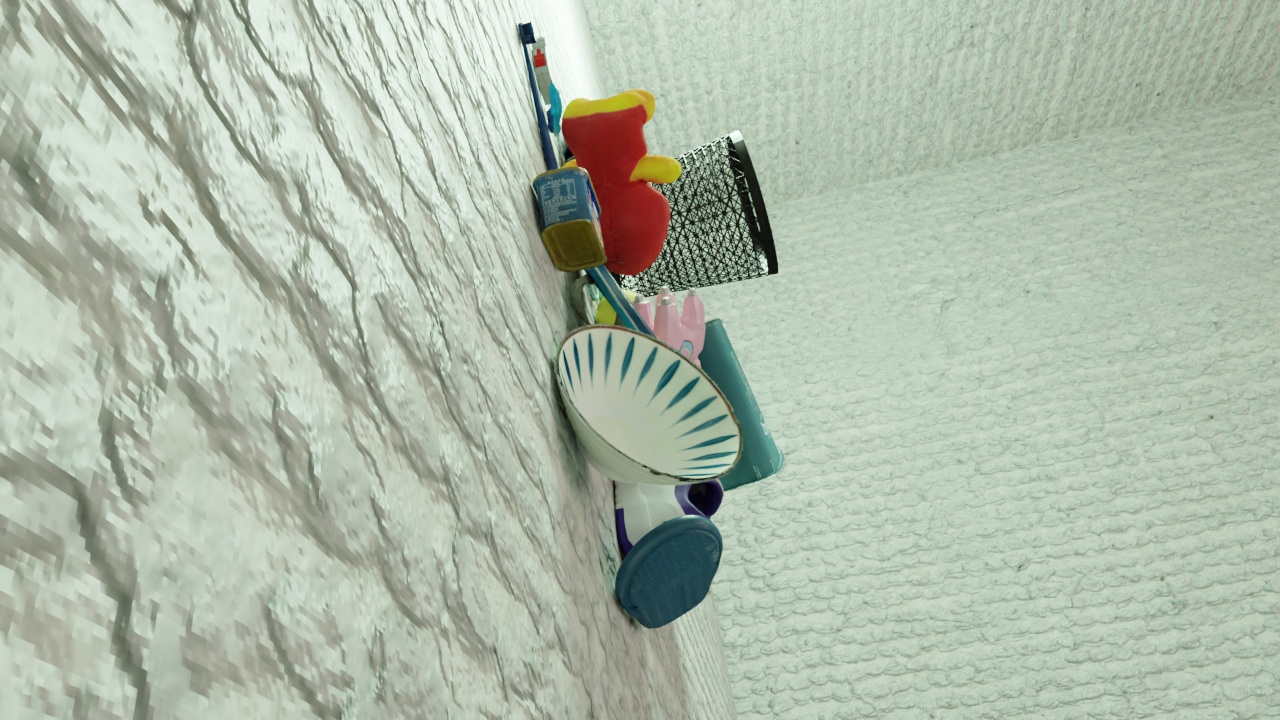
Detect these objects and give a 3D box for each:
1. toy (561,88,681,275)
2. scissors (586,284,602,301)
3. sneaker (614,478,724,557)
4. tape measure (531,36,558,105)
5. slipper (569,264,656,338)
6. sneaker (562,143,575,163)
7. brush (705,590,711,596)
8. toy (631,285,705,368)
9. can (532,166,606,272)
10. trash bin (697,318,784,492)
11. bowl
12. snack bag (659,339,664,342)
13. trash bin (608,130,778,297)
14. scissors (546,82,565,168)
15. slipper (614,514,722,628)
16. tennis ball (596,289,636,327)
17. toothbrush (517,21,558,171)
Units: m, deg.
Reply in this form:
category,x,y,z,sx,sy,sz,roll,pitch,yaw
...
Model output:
category,x,y,z,sx,sy,sz,roll,pitch,yaw
toy,-0.030,-0.204,1.082,0.098,0.148,0.216,-28,114,-55
scissors,-0.062,-0.112,1.178,0.126,0.011,0.127,71,9,-49
sneaker,0.031,0.130,1.001,0.243,0.111,0.092,-96,173,-59
tape measure,-0.114,-0.339,1.081,0.060,0.020,0.062,73,6,-49
slipper,-0.033,-0.045,0.965,0.118,0.060,0.294,58,-1,-28
sneaker,-0.065,-0.291,1.226,0.235,0.087,0.079,-93,165,-51
brush,0.029,0.165,1.094,0.062,0.077,0.271,-47,-136,51
toy,0.038,-0.011,1.138,0.123,0.067,0.158,-26,117,-52
can,-0.065,-0.130,0.866,0.100,0.054,0.059,67,12,-68
trash bin,0.072,0.069,1.290,0.196,0.199,0.218,-31,102,-79
bowl,-0.006,0.054,0.777,0.071,0.177,0.177,-56,-155,32
snack bag,-0.006,0.006,1.059,0.116,0.036,0.077,19,-52,58
trash bin,0.056,-0.198,1.362,0.217,0.243,0.217,-15,89,-85
scissors,-0.094,-0.261,1.037,0.133,0.014,0.128,-109,-168,-47
slipper,0.020,0.195,0.849,0.059,0.103,0.214,56,-15,29
tennis ball,-0.023,-0.057,1.159,0.065,0.065,0.065,-10,88,-86
toothbrush,-0.108,-0.281,0.999,0.016,0.017,0.190,48,29,-82
